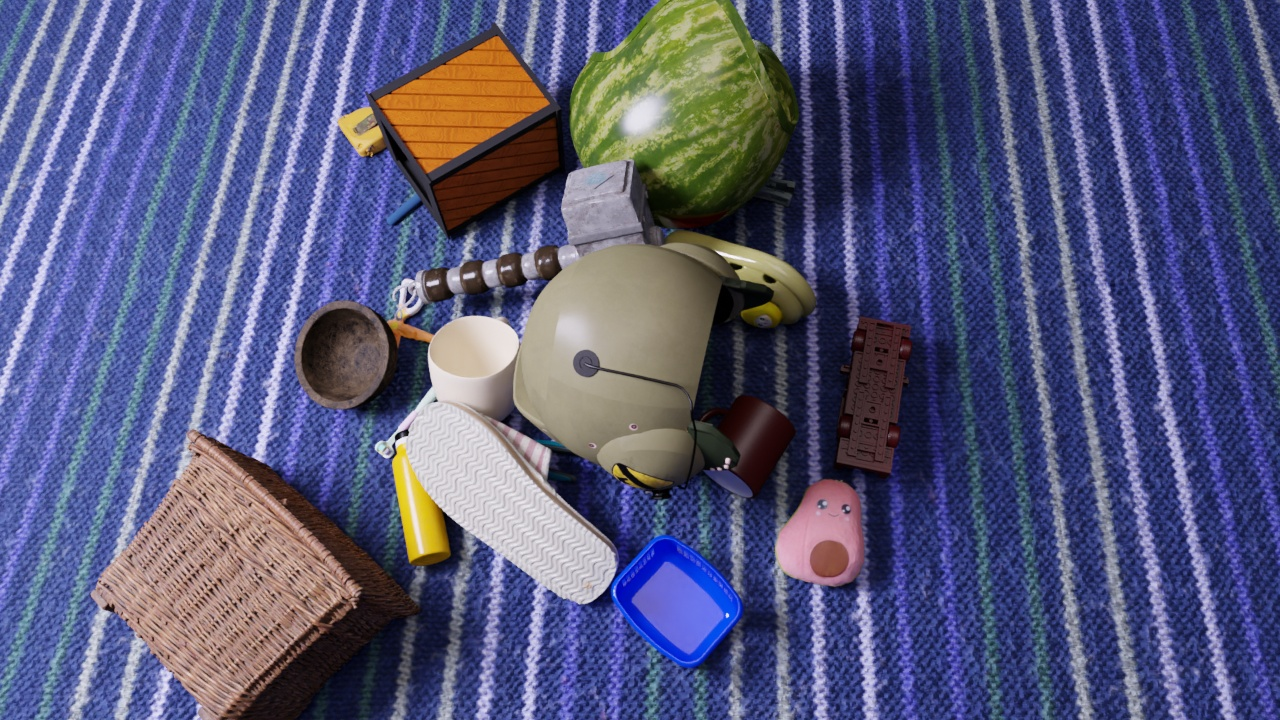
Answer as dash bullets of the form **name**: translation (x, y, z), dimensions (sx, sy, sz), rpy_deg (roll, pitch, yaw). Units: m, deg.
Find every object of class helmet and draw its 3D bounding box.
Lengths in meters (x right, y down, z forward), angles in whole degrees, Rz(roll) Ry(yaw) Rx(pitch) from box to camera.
- **helmet**: translation (-0.005, 0.003, 0.900), dimensions (0.233, 0.256, 0.249), rpy_deg (12, 67, 5)
- **helmet**: translation (0.043, -0.270, 1.048), dimensions (0.248, 0.213, 0.243), rpy_deg (-23, 79, 23)

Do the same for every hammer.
- **hammer**: translation (-0.132, -0.102, 1.014), dimensions (0.327, 0.177, 0.079), rpy_deg (-9, 41, 13)

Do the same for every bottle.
- **bottle**: translation (-0.237, 0.143, 0.980), dimensions (0.043, 0.043, 0.143), rpy_deg (-16, 66, -3)

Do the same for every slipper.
- **slipper**: translation (0.102, -0.085, 1.037), dimensions (0.190, 0.092, 0.081), rpy_deg (24, 72, 17)
- **slipper**: translation (-0.128, 0.141, 0.951), dimensions (0.263, 0.052, 0.115), rpy_deg (41, 106, 6)

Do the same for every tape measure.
- **tape measure**: translation (-0.352, -0.300, 1.192), dimensions (0.059, 0.030, 0.068), rpy_deg (-34, 69, -9)

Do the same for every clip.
- **clip**: translation (0.151, -0.213, 1.125), dimensions (0.076, 0.023, 0.044), rpy_deg (15, 66, 8)

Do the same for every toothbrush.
- **toothbrush**: translation (-0.256, -0.227, 1.162), dimensions (0.014, 0.014, 0.167), rpy_deg (43, 75, 11)
- **toothbrush**: translation (-0.242, 0.046, 1.039), dimensions (0.022, 0.015, 0.154), rpy_deg (44, 73, -16)

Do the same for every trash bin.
- **trash bin**: translation (-0.202, -0.270, 1.097), dimensions (0.171, 0.140, 0.139), rpy_deg (-33, 76, -12)

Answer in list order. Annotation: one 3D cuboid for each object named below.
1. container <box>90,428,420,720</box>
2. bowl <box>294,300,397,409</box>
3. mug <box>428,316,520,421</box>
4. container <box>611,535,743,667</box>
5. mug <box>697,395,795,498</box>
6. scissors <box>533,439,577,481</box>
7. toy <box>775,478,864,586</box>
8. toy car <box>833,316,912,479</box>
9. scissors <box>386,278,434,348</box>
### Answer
- **container**: translation (-0.380, 0.225, 0.894), dimensions (0.250, 0.162, 0.183), rpy_deg (36, 77, 18)
- **bowl**: translation (-0.323, -0.004, 1.039), dimensions (0.121, 0.056, 0.121), rpy_deg (-2, 85, 17)
- **mug**: translation (-0.172, 0.012, 1.006), dimensions (0.096, 0.100, 0.119), rpy_deg (18, 48, 14)
- **container**: translation (0.036, 0.242, 0.911), dimensions (0.114, 0.058, 0.096), rpy_deg (40, 74, 18)
- **mug**: translation (0.099, 0.086, 0.975), dimensions (0.106, 0.073, 0.082), rpy_deg (20, 66, 39)
- **scissors**: translation (-0.132, 0.098, 1.008), dimensions (0.145, 0.019, 0.133), rpy_deg (-34, 66, -10)
- **toy**: translation (0.186, 0.173, 0.935), dimensions (0.090, 0.051, 0.109), rpy_deg (12, 66, 7)
- **toy car**: translation (0.248, 0.043, 0.983), dimensions (0.070, 0.062, 0.169), rpy_deg (11, 67, 8)
- **scissors**: translation (-0.289, -0.043, 1.084), dimensions (0.125, 0.011, 0.131), rpy_deg (17, 71, 10)
